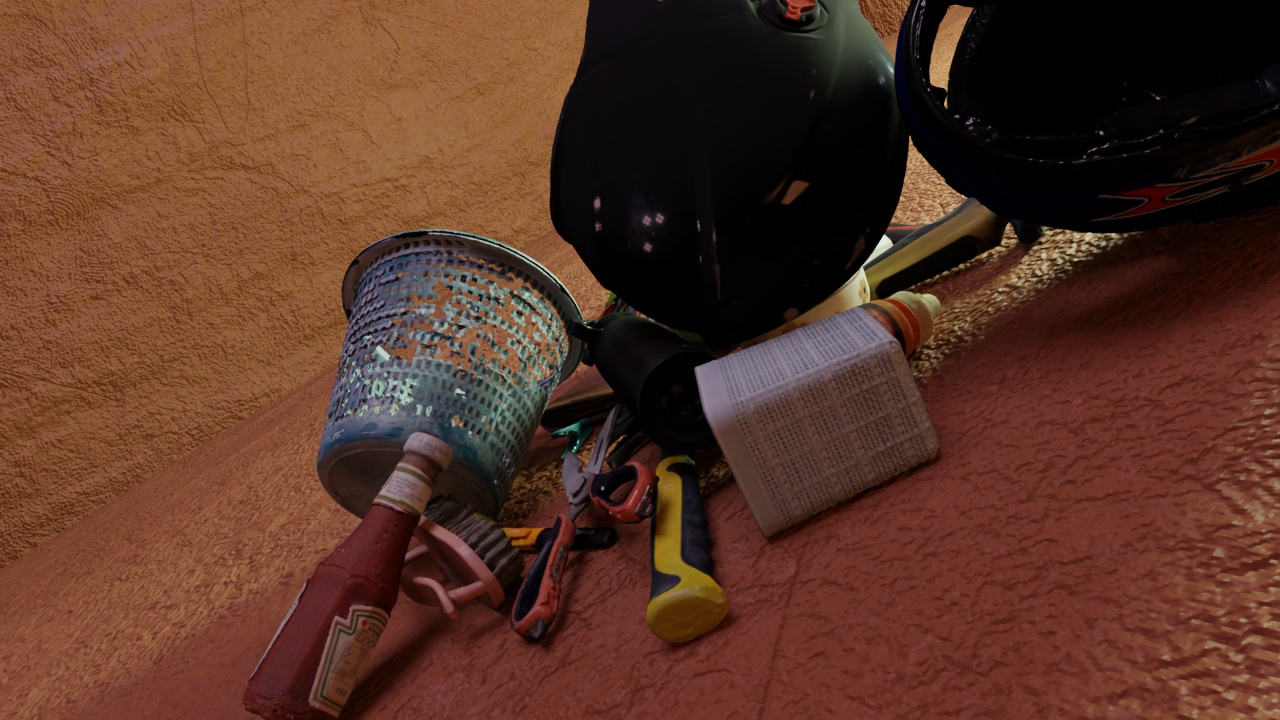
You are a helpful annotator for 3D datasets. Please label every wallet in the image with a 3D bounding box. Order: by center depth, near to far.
[{"bbox_3d":[-0.031,0.029,0.899,0.125,0.032,0.101,-18,16,36],"label":"wallet"}]

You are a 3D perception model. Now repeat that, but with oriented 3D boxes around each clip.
[{"bbox_3d":[-0.061,0.069,0.837,0.013,0.038,0.055,-18,9,33],"label":"clip"}]

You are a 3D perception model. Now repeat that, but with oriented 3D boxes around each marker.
[{"bbox_3d":[-0.063,0.127,0.659,0.124,0.015,0.018,-11,29,43],"label":"marker"}]

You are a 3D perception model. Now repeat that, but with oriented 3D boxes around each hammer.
[{"bbox_3d":[0.022,0.083,0.616,0.126,0.032,0.322,-27,15,10],"label":"hammer"}]

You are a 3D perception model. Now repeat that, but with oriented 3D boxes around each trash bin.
[{"bbox_3d":[-0.173,0.036,0.787,0.227,0.226,0.194,-20,42,31],"label":"trash bin"}]

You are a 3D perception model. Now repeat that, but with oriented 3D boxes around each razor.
[{"bbox_3d":[0.253,-0.094,0.750,0.168,0.062,0.067,-29,45,21],"label":"razor"}]

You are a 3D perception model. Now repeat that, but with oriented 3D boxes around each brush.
[{"bbox_3d":[-0.133,0.143,0.648,0.073,0.063,0.146,-36,18,-23],"label":"brush"}]

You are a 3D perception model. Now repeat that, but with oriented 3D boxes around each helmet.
[{"bbox_3d":[0.314,-0.194,0.584,0.316,0.247,0.240,-27,-14,8],"label":"helmet"},{"bbox_3d":[0.072,-0.139,0.639,0.274,0.230,0.234,-29,-23,-10],"label":"helmet"}]

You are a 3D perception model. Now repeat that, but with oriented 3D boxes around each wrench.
[{"bbox_3d":[0.245,-0.125,0.917,0.056,0.016,0.273,-32,15,-10],"label":"wrench"}]

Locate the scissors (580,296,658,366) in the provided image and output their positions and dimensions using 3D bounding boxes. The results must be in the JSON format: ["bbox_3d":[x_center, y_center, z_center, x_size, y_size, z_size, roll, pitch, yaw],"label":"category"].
[{"bbox_3d":[-0.004,-0.080,0.954,0.229,0.021,0.220,-48,25,32],"label":"scissors"}]

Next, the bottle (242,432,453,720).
[{"bbox_3d":[-0.186,0.142,0.613,0.060,0.060,0.205,-11,47,49],"label":"bottle"}]

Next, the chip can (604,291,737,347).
[{"bbox_3d":[0.035,-0.054,0.962,0.072,0.072,0.236,-34,15,-18],"label":"chip can"}]

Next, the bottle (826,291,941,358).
[{"bbox_3d":[0.151,-0.009,0.634,0.149,0.067,0.067,-28,13,-22],"label":"bottle"}]

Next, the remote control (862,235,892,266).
[{"bbox_3d":[0.188,-0.099,0.822,0.124,0.049,0.024,-27,-21,-50],"label":"remote control"}]

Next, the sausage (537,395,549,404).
[{"bbox_3d":[-0.133,0.077,0.940,0.022,0.021,0.164,-20,17,31],"label":"sausage"}]

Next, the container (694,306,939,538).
[{"bbox_3d":[0.101,0.030,0.535,0.111,0.090,0.090,-25,16,7],"label":"container"}]

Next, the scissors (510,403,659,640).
[{"bbox_3d":[-0.038,0.098,0.617,0.188,0.015,0.227,-56,15,-21],"label":"scissors"}]

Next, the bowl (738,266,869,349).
[{"bbox_3d":[0.131,-0.029,0.723,0.113,0.062,0.113,-27,16,9],"label":"bowl"}]

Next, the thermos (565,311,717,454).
[{"bbox_3d":[-0.004,0.004,0.698,0.242,0.090,0.068,-143,71,-74],"label":"thermos"}]
